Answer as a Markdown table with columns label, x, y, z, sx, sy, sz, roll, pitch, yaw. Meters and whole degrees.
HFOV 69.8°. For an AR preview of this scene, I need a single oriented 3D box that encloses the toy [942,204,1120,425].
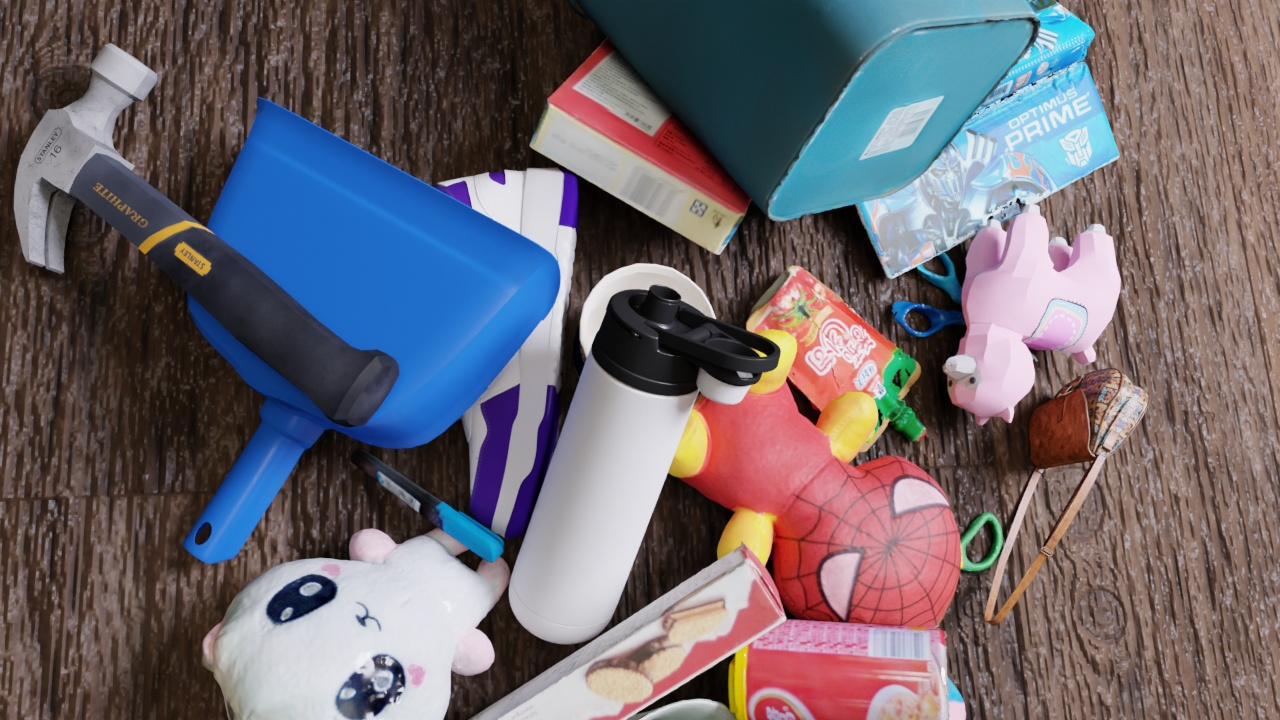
| label | x | y | z | sx | sy | sz | roll | pitch | yaw |
| --- | --- | --- | --- | --- | --- | --- | --- | --- | --- |
| toy | 0.280 | -0.028 | 0.665 | 0.123 | 0.067 | 0.157 | 13 | 80 | -15 |

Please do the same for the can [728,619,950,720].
| label | x | y | z | sx | sy | sz | roll | pitch | yaw |
| --- | --- | --- | --- | --- | --- | --- | --- | --- | --- |
| can | 0.119 | 0.189 | 0.543 | 0.124 | 0.066 | 0.066 | -2 | 77 | 16 |

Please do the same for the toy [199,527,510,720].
| label | x | y | z | sx | sy | sz | roll | pitch | yaw |
| --- | --- | --- | --- | --- | --- | --- | --- | --- | --- |
| toy | -0.156 | 0.163 | 0.544 | 0.139 | 0.102 | 0.179 | 43 | 54 | 14 |

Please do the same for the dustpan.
| label | x | y | z | sx | sy | sz | roll | pitch | yaw |
| --- | --- | --- | --- | --- | --- | --- | --- | --- | --- |
| dustpan | -0.205 | 0.003 | 0.551 | 0.246 | 0.059 | 0.257 | 29 | 84 | 21 |

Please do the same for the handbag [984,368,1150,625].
| label | x | y | z | sx | sy | sz | roll | pitch | yaw |
| --- | --- | --- | --- | --- | --- | --- | --- | --- | --- |
| handbag | 0.279 | 0.093 | 0.640 | 0.043 | 0.093 | 0.195 | 31 | 79 | 3 |

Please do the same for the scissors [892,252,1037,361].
| label | x | y | z | sx | sy | sz | roll | pitch | yaw |
| --- | --- | --- | --- | --- | --- | --- | --- | --- | --- |
| scissors | 0.250 | -0.025 | 0.697 | 0.135 | 0.016 | 0.083 | 34 | 70 | -7 |

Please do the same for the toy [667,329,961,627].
| label | x | y | z | sx | sy | sz | roll | pitch | yaw |
| --- | --- | --- | --- | --- | --- | --- | --- | --- | --- |
| toy | 0.113 | 0.092 | 0.601 | 0.147 | 0.099 | 0.216 | -44 | 87 | -4 |

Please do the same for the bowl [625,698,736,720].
| label | x | y | z | sx | sy | sz | roll | pitch | yaw |
| --- | --- | --- | --- | --- | --- | --- | --- | --- | --- |
| bowl | -0.021 | 0.263 | 0.552 | 0.173 | 0.068 | 0.174 | -19 | 122 | -33 |

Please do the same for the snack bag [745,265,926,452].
| label | x | y | z | sx | sy | sz | roll | pitch | yaw |
| --- | --- | --- | --- | --- | --- | --- | --- | --- | --- |
| snack bag | 0.147 | 0.004 | 0.661 | 0.155 | 0.044 | 0.087 | 43 | 66 | -5 |

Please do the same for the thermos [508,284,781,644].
| label | x | y | z | sx | sy | sz | roll | pitch | yaw |
| --- | --- | --- | --- | --- | --- | --- | --- | --- | --- |
| thermos | -0.006 | 0.070 | 0.525 | 0.101 | 0.230 | 0.068 | 32 | 30 | 23 |

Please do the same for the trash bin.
| label | x | y | z | sx | sy | sz | roll | pitch | yaw |
| --- | --- | --- | --- | --- | --- | --- | --- | --- | --- |
| trash bin | 0.101 | -0.225 | 0.575 | 0.196 | 0.200 | 0.218 | -18 | 66 | -32 |

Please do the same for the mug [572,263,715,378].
| label | x | y | z | sx | sy | sz | roll | pitch | yaw |
| --- | --- | --- | --- | --- | --- | --- | --- | --- | --- |
| mug | -0.003 | 0.003 | 0.602 | 0.085 | 0.089 | 0.111 | 7 | 77 | -9 |

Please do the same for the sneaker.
| label | x | y | z | sx | sy | sz | roll | pitch | yaw |
| --- | --- | --- | --- | --- | --- | --- | --- | --- | --- |
| sneaker | -0.105 | -0.012 | 0.591 | 0.111 | 0.092 | 0.244 | 5 | 79 | -2 |

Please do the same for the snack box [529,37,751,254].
| label | x | y | z | sx | sy | sz | roll | pitch | yaw |
| --- | --- | --- | --- | --- | --- | --- | --- | --- | --- |
| snack box | 0.016 | -0.154 | 0.629 | 0.142 | 0.040 | 0.144 | 29 | 40 | -3 |

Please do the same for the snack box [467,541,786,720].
| label | x | y | z | sx | sy | sz | roll | pitch | yaw |
| --- | --- | --- | --- | --- | --- | --- | --- | --- | --- |
| snack box | -0.042 | 0.197 | 0.522 | 0.273 | 0.076 | 0.044 | -33 | 84 | 3 |

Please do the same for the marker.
| label | x | y | z | sx | sy | sz | roll | pitch | yaw |
| --- | --- | --- | --- | --- | --- | --- | --- | --- | --- |
| marker | -0.135 | 0.089 | 0.577 | 0.123 | 0.018 | 0.015 | 29 | 43 | 20 |

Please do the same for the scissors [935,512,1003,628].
| label | x | y | z | sx | sy | sz | roll | pitch | yaw |
| --- | --- | --- | --- | --- | --- | --- | --- | --- | --- |
| scissors | 0.199 | 0.142 | 0.650 | 0.131 | 0.012 | 0.108 | -40 | 87 | -17 |

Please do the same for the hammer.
| label | x | y | z | sx | sy | sz | roll | pitch | yaw |
| --- | --- | --- | --- | --- | --- | --- | --- | --- | --- |
| hammer | -0.256 | -0.065 | 0.536 | 0.312 | 0.035 | 0.139 | 34 | 88 | 22 |

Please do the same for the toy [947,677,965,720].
| label | x | y | z | sx | sy | sz | roll | pitch | yaw |
| --- | --- | --- | --- | --- | --- | --- | --- | --- | --- |
| toy | 0.167 | 0.288 | 0.578 | 0.224 | 0.099 | 0.191 | 6 | 66 | -17 |

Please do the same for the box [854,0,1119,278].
| label | x | y | z | sx | sy | sz | roll | pitch | yaw |
| --- | --- | --- | --- | --- | --- | --- | --- | --- | --- |
| box | 0.247 | -0.190 | 0.699 | 0.243 | 0.060 | 0.175 | -28 | 80 | -14 |
